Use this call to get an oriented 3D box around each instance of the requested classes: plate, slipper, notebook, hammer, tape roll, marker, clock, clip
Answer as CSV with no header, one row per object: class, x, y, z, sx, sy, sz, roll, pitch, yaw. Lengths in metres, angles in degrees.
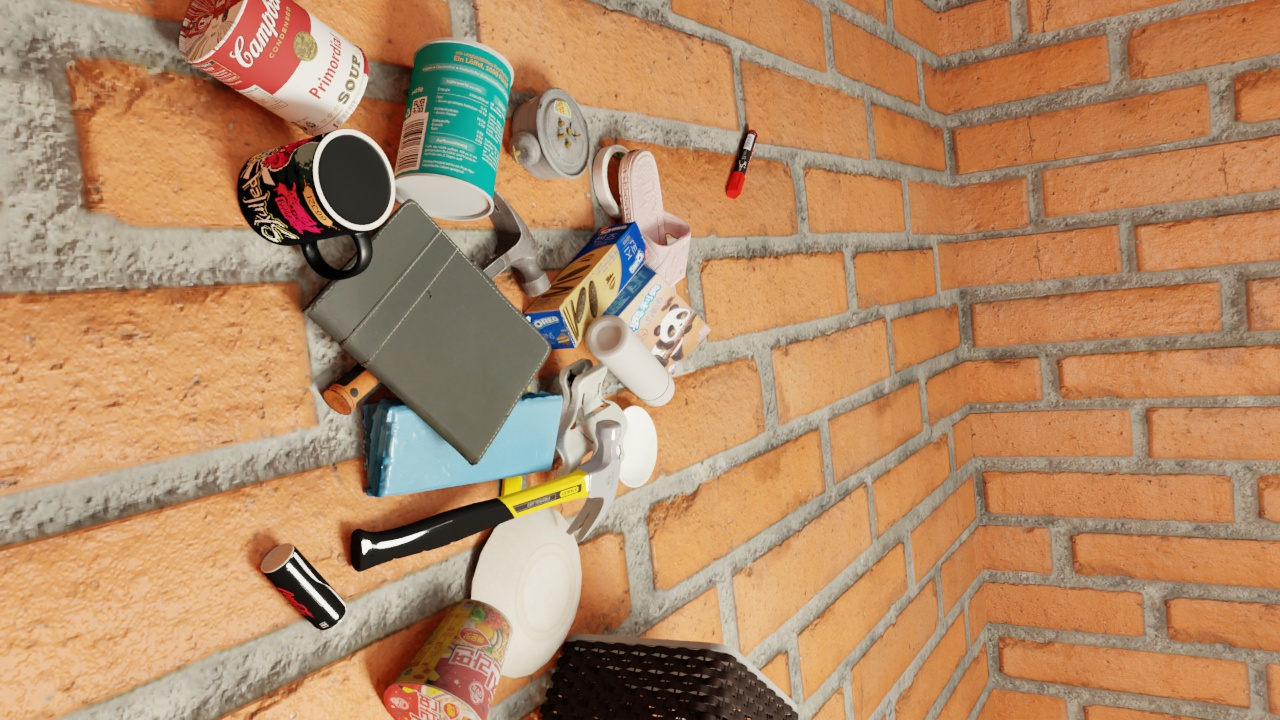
plate,-0.114,0.254,1.014,0.188,0.027,0.188,1,89,-57
slipper,0.025,-0.161,1.218,0.094,0.064,0.239,-44,132,-48
notebook,-0.188,-0.029,0.864,0.209,0.030,0.169,50,47,-24
hammer,-0.203,-0.059,0.912,0.313,0.035,0.138,-51,127,-45
tape roll,-0.029,-0.235,1.206,0.093,0.018,0.093,8,80,-56
marker,0.169,-0.326,1.509,0.021,0.024,0.144,44,51,-36
clock,-0.108,-0.254,1.054,0.147,0.056,0.104,-45,123,-51
plate,-0.016,0.111,1.185,0.104,0.026,0.104,8,80,-57
hammer,-0.143,0.152,0.931,0.322,0.029,0.127,-12,113,-44
clip,-0.079,0.071,1.068,0.126,0.099,0.152,-33,116,-54

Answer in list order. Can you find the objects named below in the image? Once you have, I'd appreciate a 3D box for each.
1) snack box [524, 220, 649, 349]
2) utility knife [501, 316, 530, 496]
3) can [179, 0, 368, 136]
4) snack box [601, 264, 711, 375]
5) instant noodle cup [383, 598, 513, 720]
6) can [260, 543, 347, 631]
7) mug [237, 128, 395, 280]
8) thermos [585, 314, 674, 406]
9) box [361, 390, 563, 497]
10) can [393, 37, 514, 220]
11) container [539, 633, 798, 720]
snack box,-0.060,-0.095,1.110,0.206,0.056,0.057,-55,130,-43
utility knife,-0.135,0.057,1.018,0.030,0.019,0.217,18,77,-61
can,-0.294,-0.248,0.743,0.116,0.087,0.086,29,63,-52
snack box,0.023,-0.051,1.213,0.087,0.034,0.151,-48,137,1
instant noodle cup,-0.173,0.292,0.876,0.100,0.100,0.112,65,32,-29
can,-0.281,0.191,0.770,0.080,0.032,0.031,63,40,-32
mug,-0.264,-0.125,0.765,0.081,0.098,0.118,-35,116,-52
thermos,-0.007,0.007,1.139,0.224,0.052,0.052,47,48,-65
box,-0.177,0.078,0.928,0.231,0.054,0.093,-3,107,-52
can,-0.183,-0.223,0.896,0.099,0.099,0.143,26,66,-53
container,0.023,0.467,1.020,0.247,0.246,0.243,50,44,-42
